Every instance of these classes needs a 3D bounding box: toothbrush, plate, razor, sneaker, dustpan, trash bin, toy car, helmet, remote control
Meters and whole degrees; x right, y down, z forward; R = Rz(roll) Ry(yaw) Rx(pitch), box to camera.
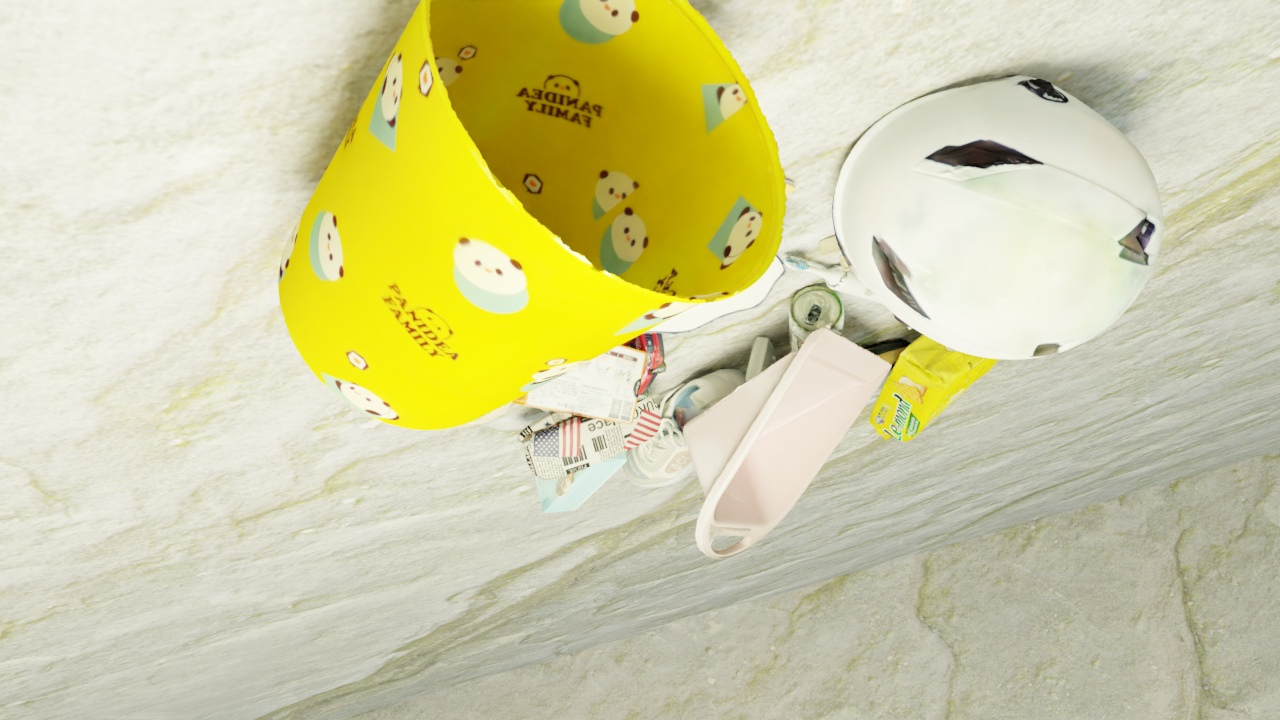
[{"bbox_3d":[0.220,-0.082,0.957,0.220,0.027,0.026,10,-173,-43],"label":"toothbrush"},{"bbox_3d":[0.019,-0.075,0.798,0.205,0.045,0.205,-7,161,-2],"label":"plate"},{"bbox_3d":[0.271,0.014,1.154,0.167,0.067,0.062,-18,157,-10],"label":"razor"},{"bbox_3d":[0.037,0.096,1.141,0.090,0.089,0.243,-14,157,-44],"label":"sneaker"},{"bbox_3d":[0.170,0.105,1.028,0.274,0.138,0.222,-34,153,26],"label":"dustpan"},{"bbox_3d":[-0.083,-0.084,0.553,0.229,0.229,0.256,6,153,-40],"label":"trash bin"},{"bbox_3d":[-0.006,0.006,0.974,0.045,0.052,0.121,-1,154,-20],"label":"toy car"},{"bbox_3d":[0.294,-0.094,0.732,0.258,0.145,0.230,18,121,-16],"label":"helmet"},{"bbox_3d":[0.155,0.022,1.101,0.021,0.058,0.150,9,165,23],"label":"remote control"}]

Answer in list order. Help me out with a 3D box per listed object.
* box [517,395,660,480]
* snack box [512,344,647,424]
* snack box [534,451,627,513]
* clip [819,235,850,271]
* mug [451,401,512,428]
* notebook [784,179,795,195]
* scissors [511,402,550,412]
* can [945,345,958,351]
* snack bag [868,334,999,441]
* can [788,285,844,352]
[{"bbox_3d":[-0.055,0.084,1.051,0.162,0.087,0.076,-20,164,-11],"label":"box"},{"bbox_3d":[-0.055,0.014,0.863,0.026,0.075,0.153,8,176,40],"label":"snack box"},{"bbox_3d":[-0.081,0.128,1.164,0.051,0.074,0.175,-1,152,-31],"label":"snack box"},{"bbox_3d":[0.229,-0.116,0.885,0.099,0.034,0.066,-26,155,33],"label":"clip"},{"bbox_3d":[-0.152,-0.013,0.787,0.084,0.103,0.125,-2,153,-28],"label":"mug"},{"bbox_3d":[0.012,-0.128,0.753,0.206,0.010,0.146,9,146,-43],"label":"notebook"},{"bbox_3d":[-0.100,0.029,0.953,0.181,0.019,0.170,0,160,18],"label":"scissors"},{"bbox_3d":[0.312,-0.072,0.924,0.058,0.116,0.059,-13,156,-6],"label":"can"},{"bbox_3d":[0.378,0.014,1.147,0.158,0.068,0.247,-35,159,-14],"label":"snack bag"},{"bbox_3d":[0.195,-0.026,1.021,0.058,0.058,0.147,-17,156,3],"label":"can"}]
